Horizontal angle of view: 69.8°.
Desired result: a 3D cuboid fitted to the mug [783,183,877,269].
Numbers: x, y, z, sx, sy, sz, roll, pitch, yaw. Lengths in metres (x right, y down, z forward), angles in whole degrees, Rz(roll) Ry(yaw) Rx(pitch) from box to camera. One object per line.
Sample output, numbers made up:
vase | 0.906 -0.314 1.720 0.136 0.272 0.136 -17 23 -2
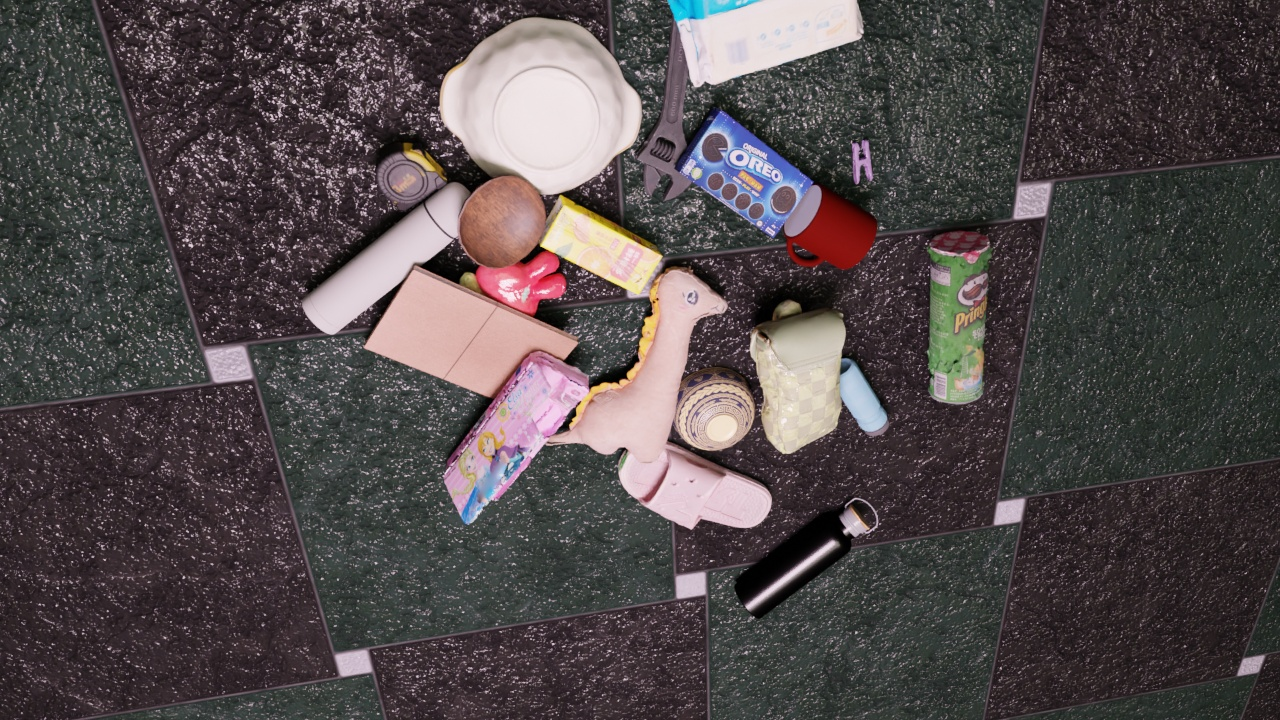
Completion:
mug | 0.214 -0.150 1.093 0.082 0.073 0.106 25 140 -22

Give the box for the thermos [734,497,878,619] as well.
thermos | 0.243 0.282 1.329 0.231 0.061 0.061 -40 118 11

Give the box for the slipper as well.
slipper | 0.078 0.182 1.242 0.239 0.064 0.094 22 112 -22

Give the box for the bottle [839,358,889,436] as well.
bottle | 0.295 0.054 1.228 0.040 0.040 0.130 -34 119 8

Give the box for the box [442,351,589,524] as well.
box | -0.155 0.104 1.114 0.085 0.096 0.231 27 121 -24

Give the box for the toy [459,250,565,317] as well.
toy | -0.152 -0.082 1.065 0.135 0.045 0.092 -24 122 9

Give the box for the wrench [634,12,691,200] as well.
wrench | 0.040 -0.308 0.999 0.073 0.018 0.274 -1 117 -16

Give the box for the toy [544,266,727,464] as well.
toy | -0.007 0.007 1.135 0.196 0.065 0.265 7 112 -9

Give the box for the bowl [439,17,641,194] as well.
bowl | -0.102 -0.260 0.973 0.219 0.060 0.189 3 117 -12

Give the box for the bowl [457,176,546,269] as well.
bowl | -0.156 -0.154 0.999 0.102 0.026 0.114 -42 142 -6

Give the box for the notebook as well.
notebook | -0.199 -0.020 1.080 0.209 0.008 0.142 24 129 -25

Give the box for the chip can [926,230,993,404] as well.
chip can | 0.406 -0.050 1.175 0.075 0.075 0.223 -13 120 -4

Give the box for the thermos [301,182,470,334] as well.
thermos | -0.275 -0.115 1.020 0.224 0.052 0.052 -36 118 9

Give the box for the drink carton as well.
drink carton | -0.046 -0.132 1.061 0.134 0.043 0.059 25 109 -22

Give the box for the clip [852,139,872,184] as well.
clip | 0.264 -0.235 1.083 0.036 0.013 0.053 -26 117 2

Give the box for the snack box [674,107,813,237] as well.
snack box | 0.120 -0.213 1.048 0.150 0.027 0.082 28 103 -28

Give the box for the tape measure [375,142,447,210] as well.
tape measure | -0.254 -0.202 0.988 0.067 0.038 0.062 -32 127 12

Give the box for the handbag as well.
handbag | 0.187 0.016 1.146 0.113 0.117 0.187 -15 120 -17

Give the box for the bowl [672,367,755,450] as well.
bowl | 0.098 0.072 1.188 0.112 0.061 0.113 -5 119 -9

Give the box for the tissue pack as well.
tissue pack | 0.131 -0.367 0.952 0.209 0.066 0.117 -20 121 -4
